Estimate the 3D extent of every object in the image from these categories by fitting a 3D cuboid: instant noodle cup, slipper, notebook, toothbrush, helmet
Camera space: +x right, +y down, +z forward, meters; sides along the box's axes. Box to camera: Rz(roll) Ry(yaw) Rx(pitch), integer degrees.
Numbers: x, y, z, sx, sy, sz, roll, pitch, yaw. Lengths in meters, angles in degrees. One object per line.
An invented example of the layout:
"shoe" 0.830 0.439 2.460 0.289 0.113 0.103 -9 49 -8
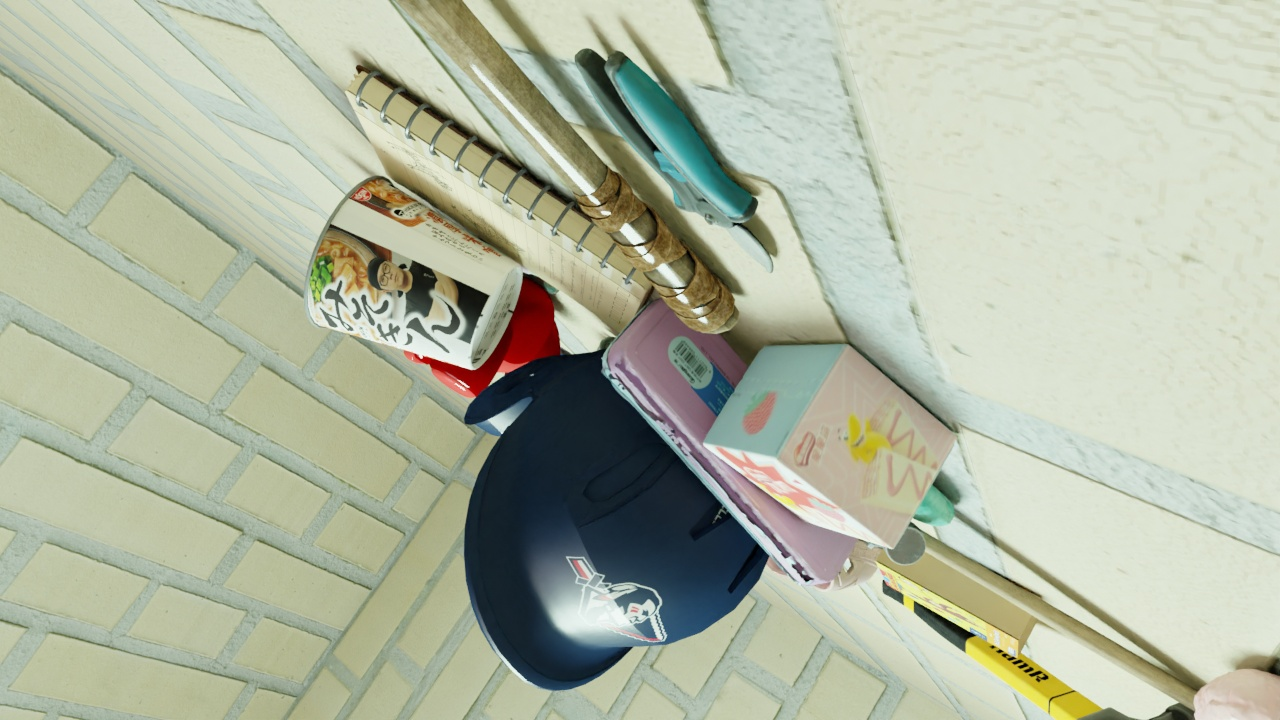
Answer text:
"instant noodle cup" -0.161 -0.056 0.685 0.122 0.123 0.124 24 168 5
"slipper" 0.167 0.193 0.917 0.094 0.064 0.239 16 172 43
"notebook" -0.091 -0.100 0.623 0.225 0.024 0.167 34 170 0
"toothbrush" -0.124 -0.089 0.775 0.155 0.015 0.022 25 131 34
"helmet" -0.013 0.116 0.686 0.223 0.271 0.232 7 138 46

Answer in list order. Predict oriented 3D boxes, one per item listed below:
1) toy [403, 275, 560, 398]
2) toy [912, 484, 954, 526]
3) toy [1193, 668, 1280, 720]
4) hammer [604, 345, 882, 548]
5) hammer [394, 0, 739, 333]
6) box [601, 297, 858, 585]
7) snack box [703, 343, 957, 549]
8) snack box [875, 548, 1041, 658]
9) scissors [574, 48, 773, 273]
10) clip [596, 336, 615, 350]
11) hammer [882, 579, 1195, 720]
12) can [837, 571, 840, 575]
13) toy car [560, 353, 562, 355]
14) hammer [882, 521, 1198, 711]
"toy" -0.168 -0.046 0.827 0.197 0.121 0.158 33 -166 25
"toy" 0.170 0.082 0.638 0.105 0.033 0.085 29 179 17
"toy" 0.398 0.225 0.559 0.105 0.053 0.108 9 156 30
"hammer" 0.092 0.092 0.872 0.322 0.044 0.098 30 168 4
"hammer" -0.039 -0.102 0.428 0.122 0.049 0.318 19 163 43
"box" 0.064 0.053 0.599 0.214 0.076 0.033 48 145 -11
"snack box" 0.108 0.047 0.539 0.094 0.079 0.093 38 167 -18
"snack box" 0.276 0.200 0.797 0.126 0.040 0.088 27 167 31
"scissors" 0.018 -0.084 0.407 0.138 0.019 0.136 31 171 7
"clip" -0.005 0.005 0.819 0.076 0.023 0.044 32 167 -1
"hammer" 0.321 0.269 0.822 0.324 0.169 0.034 -148 50 -66
"can" 0.144 0.124 0.768 0.090 0.074 0.090 31 169 6
"toy car" -0.098 0.022 1.038 0.033 0.061 0.092 30 168 16
"hammer" 0.305 0.186 0.676 0.331 0.031 0.119 29 -172 -4
